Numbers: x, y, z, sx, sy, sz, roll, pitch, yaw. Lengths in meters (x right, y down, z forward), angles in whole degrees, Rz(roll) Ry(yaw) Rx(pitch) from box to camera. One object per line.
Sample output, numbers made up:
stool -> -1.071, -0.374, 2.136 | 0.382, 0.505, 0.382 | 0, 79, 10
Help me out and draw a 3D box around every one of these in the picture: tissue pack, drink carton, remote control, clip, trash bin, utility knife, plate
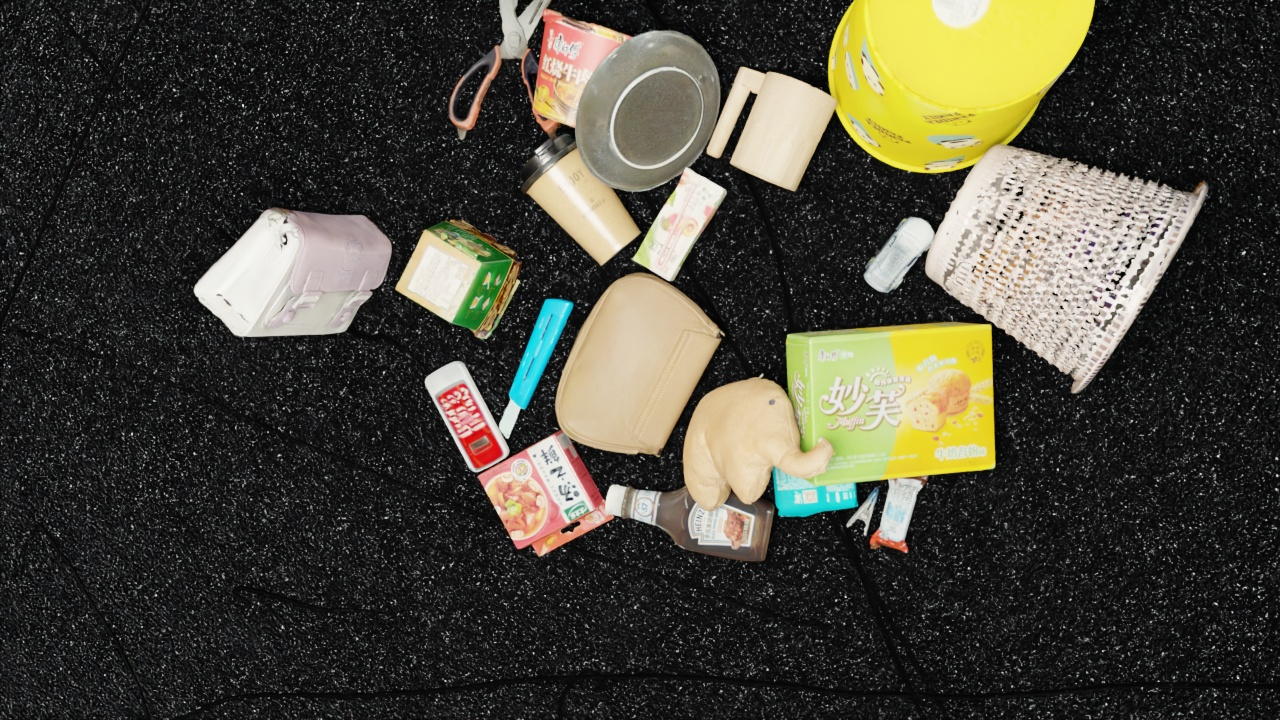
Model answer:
tissue pack -> 0.195, 0.112, 1.042 | 0.093, 0.050, 0.133 | -7, 95, 9
drink carton -> 0.044, -0.154, 1.046 | 0.053, 0.045, 0.122 | 32, 101, 5
remote control -> -0.214, 0.069, 1.131 | 0.056, 0.020, 0.136 | -27, 90, 13
clip -> 0.260, 0.172, 1.050 | 0.026, 0.024, 0.056 | 27, 104, 10
trash bin -> 0.299, -0.307, 0.876 | 0.230, 0.255, 0.229 | 1, 96, 10
trash bin -> 0.404, -0.110, 0.911 | 0.192, 0.227, 0.228 | 31, 100, 19
utility knife -> -0.131, 0.009, 1.111 | 0.034, 0.018, 0.187 | 25, 101, 7
plate -> 0.014, -0.262, 0.987 | 0.179, 0.179, 0.024 | -51, 44, 11

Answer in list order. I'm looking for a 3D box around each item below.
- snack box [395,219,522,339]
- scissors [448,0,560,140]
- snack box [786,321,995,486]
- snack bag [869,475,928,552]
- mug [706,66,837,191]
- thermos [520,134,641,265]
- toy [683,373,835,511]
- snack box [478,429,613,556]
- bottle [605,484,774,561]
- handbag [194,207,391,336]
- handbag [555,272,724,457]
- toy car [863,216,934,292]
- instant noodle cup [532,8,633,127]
snack box -> -0.219, -0.096, 1.072 | 0.118, 0.105, 0.117 | 30, 101, 7
scissors -> -0.152, -0.355, 1.080 | 0.189, 0.015, 0.226 | -20, 91, 12
snack box -> 0.267, 0.044, 0.979 | 0.210, 0.070, 0.157 | -4, 95, -11
snack bag -> 0.293, 0.169, 1.042 | 0.045, 0.026, 0.105 | 15, 97, 18
mug -> 0.139, -0.256, 1.007 | 0.125, 0.084, 0.103 | 30, 103, 31
thermos -> -0.067, -0.182, 1.046 | 0.093, 0.093, 0.143 | -38, 95, 12
toy -> 0.119, 0.084, 0.979 | 0.082, 0.227, 0.143 | 6, 74, -26
snack box -> -0.114, 0.165, 1.109 | 0.113, 0.044, 0.127 | -30, 90, 12
bottle -> 0.056, 0.182, 1.080 | 0.195, 0.044, 0.080 | 10, 97, 10
handbag -> -0.384, -0.101, 1.057 | 0.098, 0.196, 0.145 | 38, 101, 7
handbag -> -0.006, 0.006, 1.050 | 0.148, 0.099, 0.205 | 28, 100, -1
toy car -> 0.286, -0.117, 1.011 | 0.043, 0.034, 0.091 | 40, 100, 8
instant noodle cup -> -0.053, -0.311, 1.011 | 0.138, 0.137, 0.109 | 20, 108, 8
